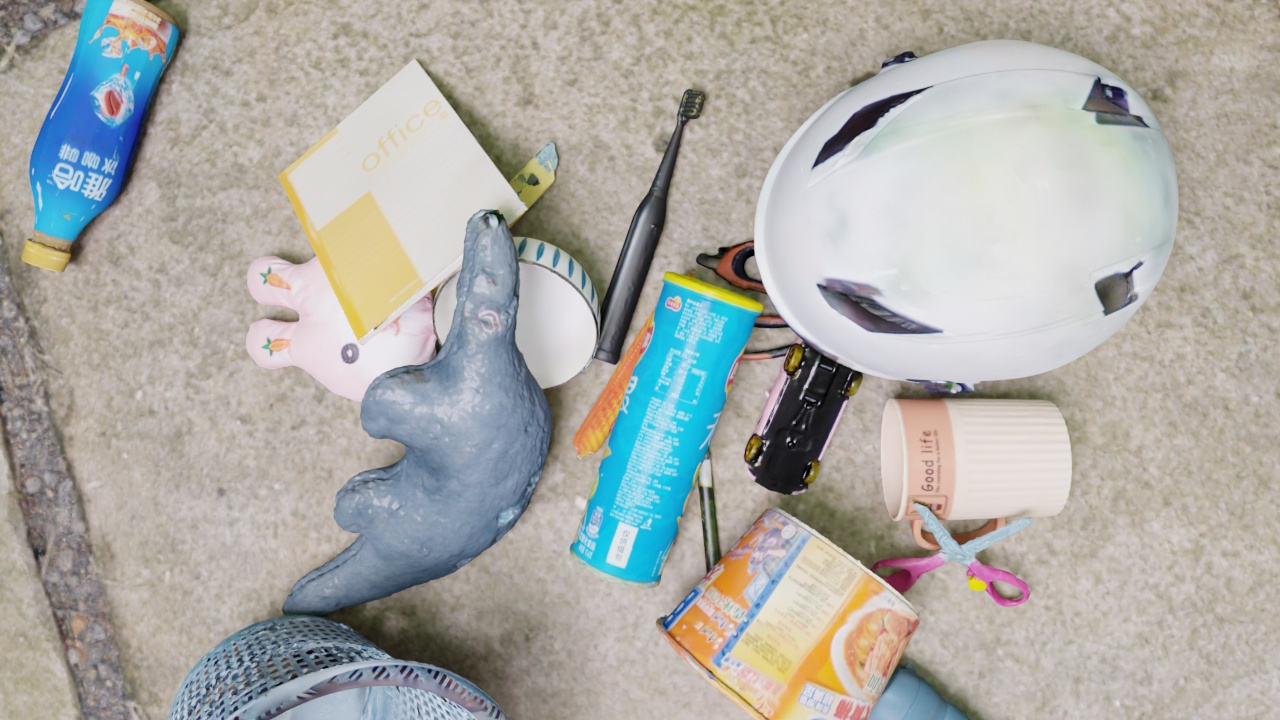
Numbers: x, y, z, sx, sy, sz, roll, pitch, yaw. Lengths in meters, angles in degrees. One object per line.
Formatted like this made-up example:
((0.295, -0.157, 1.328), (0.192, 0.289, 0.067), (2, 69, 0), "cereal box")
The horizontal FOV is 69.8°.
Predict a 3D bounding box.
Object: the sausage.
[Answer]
((-0.004, 0.004, 0.673), (0.021, 0.021, 0.165), (33, 97, 7), "sausage")

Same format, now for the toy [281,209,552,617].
((-0.135, 0.066, 0.636), (0.137, 0.091, 0.357), (19, 115, -21), "toy")

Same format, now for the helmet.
((0.211, -0.090, 0.567), (0.258, 0.146, 0.229), (-4, 92, -4), "helmet")

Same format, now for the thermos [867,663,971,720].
((0.238, 0.299, 0.618), (0.220, 0.070, 0.070), (41, 92, 6), "thermos")

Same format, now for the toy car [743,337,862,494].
((0.115, 0.036, 0.657), (0.056, 0.037, 0.122), (22, 101, -2), "toy car")

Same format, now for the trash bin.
((-0.210, 0.264, 0.584), (0.226, 0.195, 0.226), (-5, 100, -31), "trash bin")

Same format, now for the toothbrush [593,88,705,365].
((0.006, -0.100, 0.679), (0.027, 0.026, 0.212), (20, 90, 46), "toothbrush")

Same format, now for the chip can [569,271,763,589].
((0.016, 0.048, 0.637), (0.071, 0.071, 0.210), (20, 99, 7), "chip can")

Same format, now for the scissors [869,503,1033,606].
((0.210, 0.135, 0.622), (0.136, 0.017, 0.133), (-21, 127, 35), "scissors")

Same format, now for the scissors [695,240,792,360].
((0.145, -0.049, 0.667), (0.206, 0.015, 0.193), (-37, 84, 4), "scissors")

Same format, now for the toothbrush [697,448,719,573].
((0.046, 0.088, 0.672), (0.012, 0.017, 0.185), (-7, 86, 38), "toothbrush")

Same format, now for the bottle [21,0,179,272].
((-0.427, -0.175, 0.713), (0.065, 0.065, 0.218), (21, 90, 7), "bottle")

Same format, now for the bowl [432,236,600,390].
((-0.084, -0.041, 0.657), (0.116, 0.066, 0.117), (3, 129, 3), "bowl")

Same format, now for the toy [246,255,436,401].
((-0.229, -0.030, 0.691), (0.159, 0.054, 0.121), (3, 96, 13), "toy")

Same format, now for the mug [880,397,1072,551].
((0.224, 0.080, 0.627), (0.106, 0.081, 0.115), (-1, 114, 5), "mug")

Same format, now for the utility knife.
((-0.119, -0.103, 0.702), (0.162, 0.018, 0.031), (-45, 86, -1), "utility knife")

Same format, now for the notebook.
((-0.179, -0.122, 0.660), (0.146, 0.010, 0.206), (-39, 54, 4), "notebook")

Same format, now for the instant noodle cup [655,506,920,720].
((0.102, 0.175, 0.603), (0.151, 0.151, 0.111), (37, 84, 7), "instant noodle cup")
